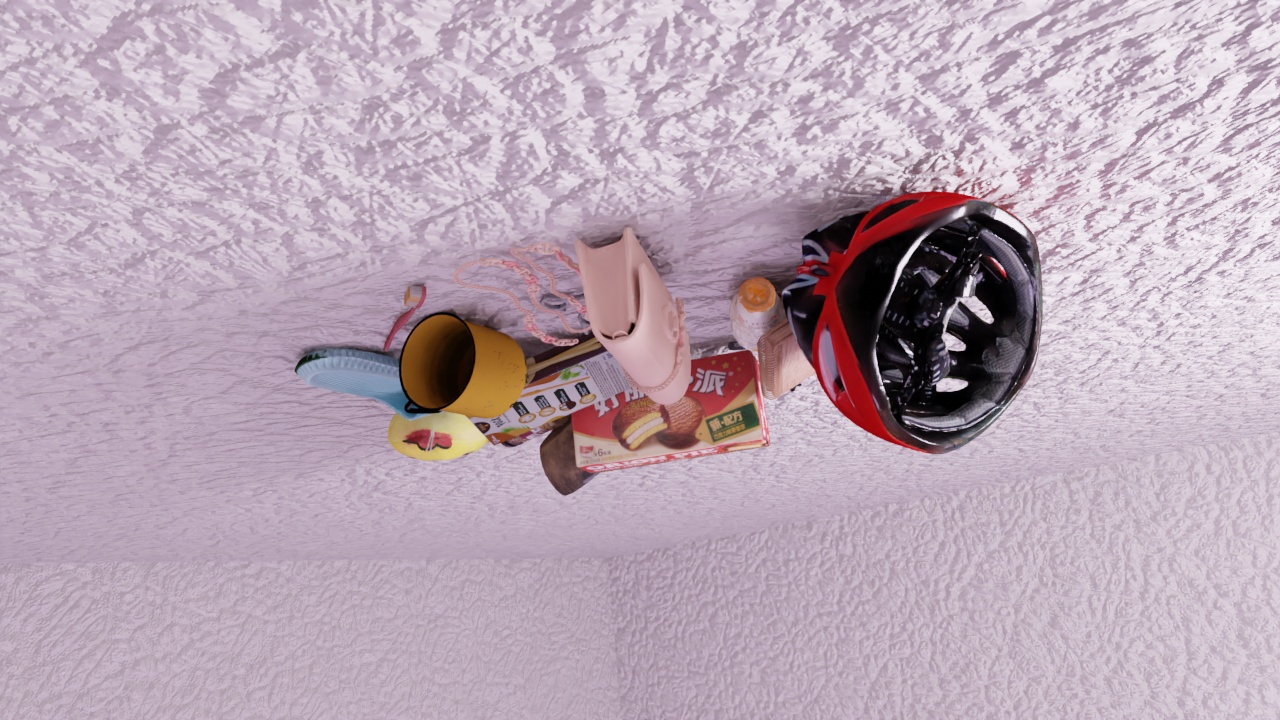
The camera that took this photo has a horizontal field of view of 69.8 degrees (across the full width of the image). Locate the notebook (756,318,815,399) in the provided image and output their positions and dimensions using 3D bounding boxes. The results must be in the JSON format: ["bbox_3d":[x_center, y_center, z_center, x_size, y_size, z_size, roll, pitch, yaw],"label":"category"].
[{"bbox_3d":[0.198,-0.030,0.976,0.169,0.022,0.210,-34,162,-2],"label":"notebook"}]

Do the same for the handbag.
[{"bbox_3d":[-0.051,-0.016,0.850,0.187,0.116,0.199,-13,155,14],"label":"handbag"}]

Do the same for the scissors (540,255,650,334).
[{"bbox_3d":[-0.033,-0.065,0.911,0.160,0.014,0.120,-14,151,30],"label":"scissors"}]

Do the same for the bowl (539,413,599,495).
[{"bbox_3d":[-0.073,0.105,1.261,0.162,0.070,0.162,-42,-173,6],"label":"bowl"}]

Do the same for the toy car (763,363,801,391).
[{"bbox_3d":[0.173,0.019,1.204,0.040,0.037,0.092,0,-173,-23],"label":"toy car"}]

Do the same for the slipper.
[{"bbox_3d":[-0.264,0.035,1.080,0.275,0.069,0.116,8,162,-36],"label":"slipper"}]

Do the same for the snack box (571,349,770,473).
[{"bbox_3d":[0.035,0.065,1.132,0.237,0.113,0.060,-10,162,14],"label":"snack box"}]

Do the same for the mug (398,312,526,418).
[{"bbox_3d":[-0.191,0.017,0.966,0.124,0.100,0.094,-43,152,16],"label":"mug"}]

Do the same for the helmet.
[{"bbox_3d":[0.247,-0.034,0.800,0.271,0.217,0.167,21,-177,-38],"label":"helmet"}]

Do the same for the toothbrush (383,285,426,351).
[{"bbox_3d":[-0.246,-0.039,0.933,0.015,0.015,0.185,5,161,-25],"label":"toothbrush"}]

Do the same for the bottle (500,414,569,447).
[{"bbox_3d":[-0.151,0.079,1.262,0.105,0.056,0.056,-26,155,38],"label":"bottle"}]

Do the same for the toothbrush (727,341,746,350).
[{"bbox_3d":[0.190,-0.023,1.134,0.167,0.012,0.013,-4,155,-6],"label":"toothbrush"}]

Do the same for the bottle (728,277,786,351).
[{"bbox_3d":[0.121,-0.050,0.936,0.063,0.063,0.109,-8,163,7],"label":"bottle"}]

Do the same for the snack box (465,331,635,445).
[{"bbox_3d":[-0.106,0.031,1.060,0.186,0.031,0.101,-23,151,1],"label":"snack box"}]

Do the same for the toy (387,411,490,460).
[{"bbox_3d":[-0.266,0.089,1.230,0.134,0.092,0.208,1,172,-4],"label":"toy"}]

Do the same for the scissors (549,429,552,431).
[{"bbox_3d":[-0.160,0.080,1.356,0.175,0.013,0.170,-19,155,40],"label":"scissors"}]
